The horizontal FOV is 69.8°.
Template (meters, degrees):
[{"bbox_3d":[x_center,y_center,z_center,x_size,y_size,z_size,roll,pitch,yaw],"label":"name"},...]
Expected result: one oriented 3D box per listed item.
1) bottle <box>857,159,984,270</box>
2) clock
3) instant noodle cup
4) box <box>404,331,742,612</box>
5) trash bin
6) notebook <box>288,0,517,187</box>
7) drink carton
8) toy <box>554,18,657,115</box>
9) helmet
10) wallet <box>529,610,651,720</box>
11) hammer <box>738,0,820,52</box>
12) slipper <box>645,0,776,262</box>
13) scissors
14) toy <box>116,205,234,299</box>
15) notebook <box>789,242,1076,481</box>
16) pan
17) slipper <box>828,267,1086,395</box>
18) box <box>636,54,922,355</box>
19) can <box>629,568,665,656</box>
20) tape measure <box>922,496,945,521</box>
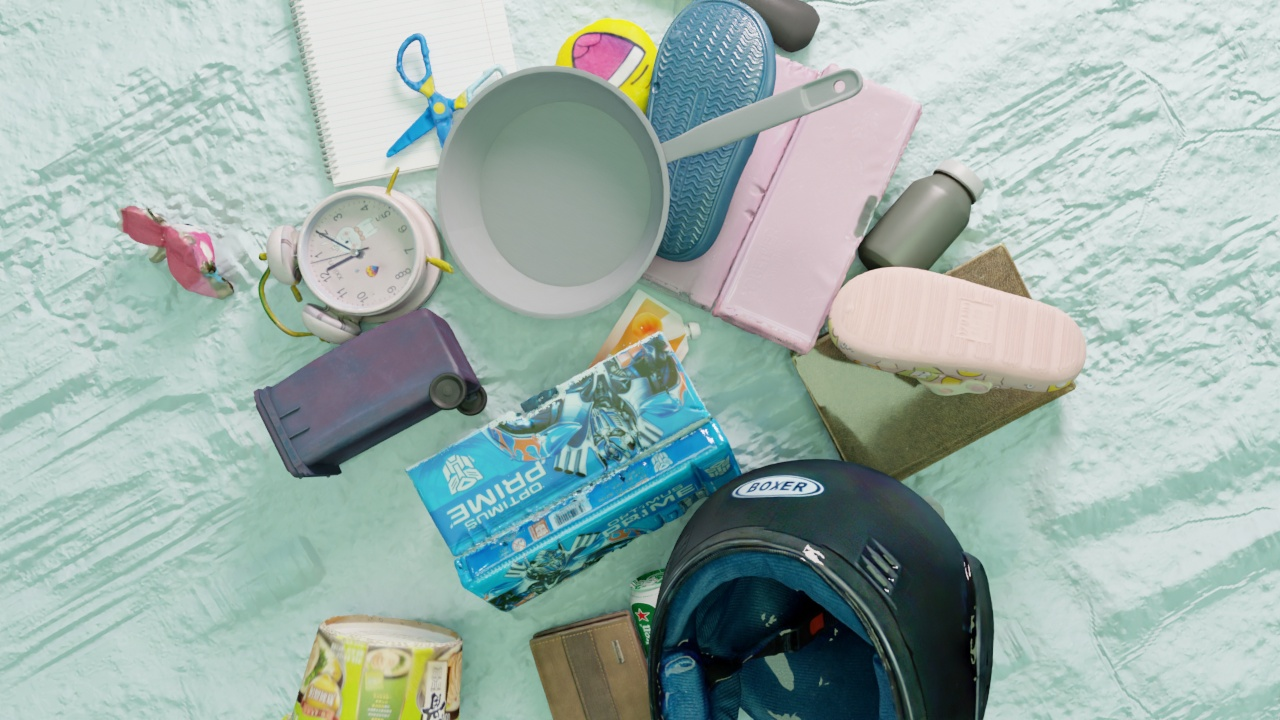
[{"bbox_3d":[0.239,-0.116,0.780,0.060,0.060,0.108,41,91,-3],"label":"bottle"},{"bbox_3d":[-0.244,-0.080,0.769,0.158,0.059,0.117,-30,93,1],"label":"clock"},{"bbox_3d":[-0.211,0.268,0.751,0.146,0.146,0.097,10,82,-2],"label":"instant noodle cup"},{"bbox_3d":[-0.046,0.106,0.752,0.243,0.071,0.170,-29,120,0],"label":"box"},{"bbox_3d":[-0.222,0.032,0.760,0.161,0.094,0.092,-28,84,-2],"label":"trash bin"},{"bbox_3d":[-0.204,-0.286,0.784,0.178,0.013,0.245,-11,93,-3],"label":"notebook"},{"bbox_3d":[-0.005,0.005,0.796,0.069,0.039,0.122,32,86,-2],"label":"drink carton"},{"bbox_3d":[-0.027,-0.241,0.776,0.095,0.041,0.094,-44,90,4],"label":"toy"},{"bbox_3d":[0.145,0.232,0.706,0.250,0.235,0.316,-7,93,29],"label":"helmet"},{"bbox_3d":[-0.036,0.285,0.798,0.099,0.026,0.121,-17,90,17],"label":"wallet"},{"bbox_3d":[0.010,-0.348,0.776,0.311,0.029,0.125,24,88,-4],"label":"hammer"},{"bbox_3d":[0.054,-0.185,0.754,0.104,0.059,0.214,19,104,25],"label":"slipper"},{"bbox_3d":[-0.163,-0.216,0.779,0.127,0.015,0.125,-10,97,-1],"label":"scissors"},{"bbox_3d":[-0.385,-0.099,0.770,0.102,0.066,0.050,33,59,0],"label":"toy"},{"bbox_3d":[0.260,0.029,0.802,0.215,0.034,0.190,-27,94,0],"label":"notebook"},{"bbox_3d":[0.000,-0.156,0.724,0.357,0.050,0.201,-16,94,18],"label":"pan"},{"bbox_3d":[0.250,-0.014,0.743,0.197,0.082,0.093,9,61,8],"label":"slipper"},{"bbox_3d":[0.110,-0.141,0.773,0.179,0.039,0.232,23,91,8],"label":"box"},{"bbox_3d":[0.026,0.236,0.796,0.053,0.053,0.101,-18,94,-1],"label":"can"},{"bbox_3d":[0.239,0.156,0.806,0.065,0.016,0.064,-17,114,-4],"label":"tape measure"}]
